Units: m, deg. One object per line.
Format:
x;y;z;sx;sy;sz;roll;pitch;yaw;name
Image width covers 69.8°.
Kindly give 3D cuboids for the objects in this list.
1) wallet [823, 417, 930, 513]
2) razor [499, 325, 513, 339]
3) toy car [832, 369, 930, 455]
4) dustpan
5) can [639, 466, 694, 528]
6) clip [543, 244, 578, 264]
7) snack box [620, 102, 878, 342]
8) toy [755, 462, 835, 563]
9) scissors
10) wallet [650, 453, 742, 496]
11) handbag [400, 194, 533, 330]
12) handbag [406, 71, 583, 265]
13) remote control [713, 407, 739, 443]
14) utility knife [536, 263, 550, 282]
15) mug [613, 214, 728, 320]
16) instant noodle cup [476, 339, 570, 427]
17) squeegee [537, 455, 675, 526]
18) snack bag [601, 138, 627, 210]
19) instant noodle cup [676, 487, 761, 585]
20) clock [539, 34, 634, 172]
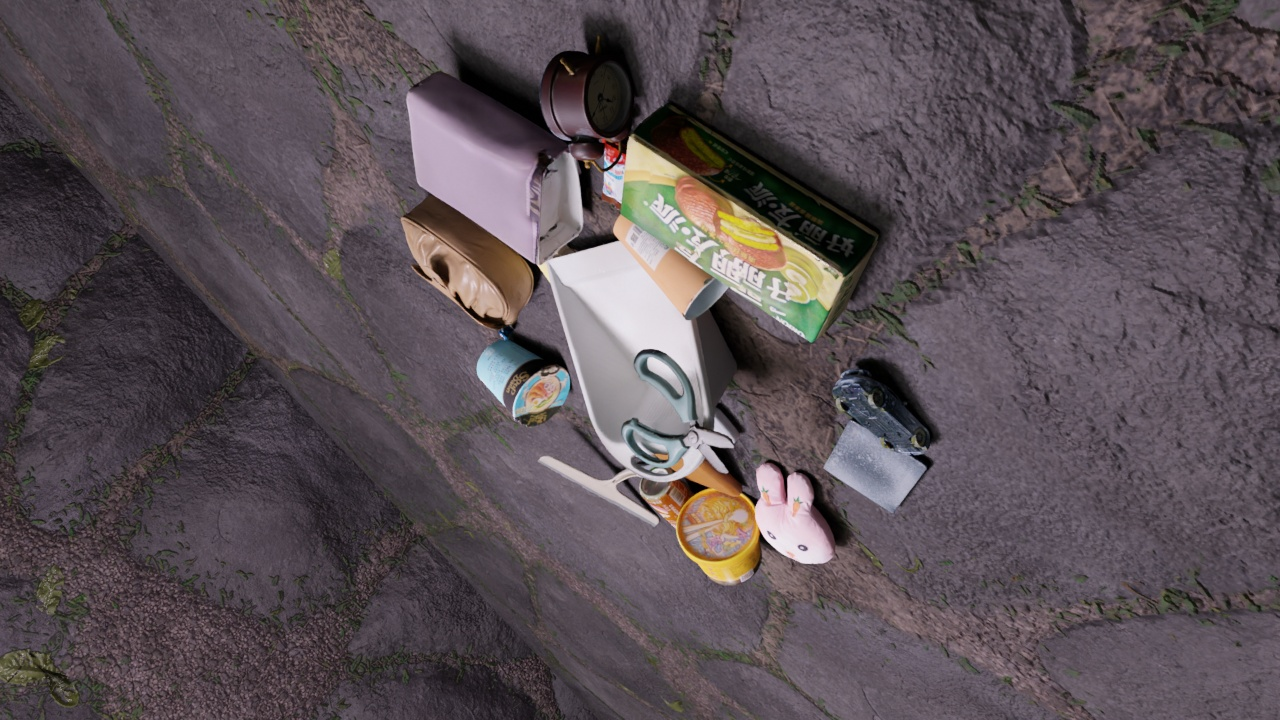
0.264;0.118;1.034;0.097;0.019;0.121;33;150;15;wallet
-0.238;-0.097;1.393;0.143;0.022;0.042;52;-164;-11;razor
0.249;0.054;0.942;0.120;0.036;0.054;42;154;-20;toy car
-0.006;0.006;1.077;0.223;0.142;0.258;-8;128;46;dustpan
0.056;0.215;1.372;0.058;0.057;0.147;15;155;43;can
-0.105;-0.132;1.154;0.104;0.034;0.089;39;150;-10;clip
0.094;-0.128;0.856;0.240;0.063;0.115;36;153;14;snack box
0.198;0.205;1.211;0.121;0.054;0.159;14;133;43;toy
0.037;0.055;1.030;0.175;0.019;0.177;5;107;46;scissors
0.070;0.143;1.279;0.108;0.031;0.132;12;157;46;wallet
-0.244;-0.129;1.267;0.204;0.099;0.148;37;156;20;handbag
-0.160;-0.221;1.027;0.197;0.098;0.145;34;153;20;handbag
0.081;0.090;1.232;0.056;0.020;0.136;51;154;-12;remote control
-0.128;-0.125;1.208;0.031;0.019;0.175;14;140;51;utility knife
0.032;-0.111;0.947;0.123;0.078;0.078;46;154;13;mug
-0.188;0.026;1.425;0.120;0.111;0.111;36;154;33;instant noodle cup
-0.003;0.181;1.458;0.246;0.039;0.247;32;151;-20;squeegee
-0.023;-0.195;0.958;0.045;0.026;0.105;30;153;17;snack bag
0.122;0.262;1.329;0.118;0.118;0.114;25;155;32;instant noodle cup
-0.045;-0.237;0.866;0.055;0.081;0.122;13;134;35;clock
